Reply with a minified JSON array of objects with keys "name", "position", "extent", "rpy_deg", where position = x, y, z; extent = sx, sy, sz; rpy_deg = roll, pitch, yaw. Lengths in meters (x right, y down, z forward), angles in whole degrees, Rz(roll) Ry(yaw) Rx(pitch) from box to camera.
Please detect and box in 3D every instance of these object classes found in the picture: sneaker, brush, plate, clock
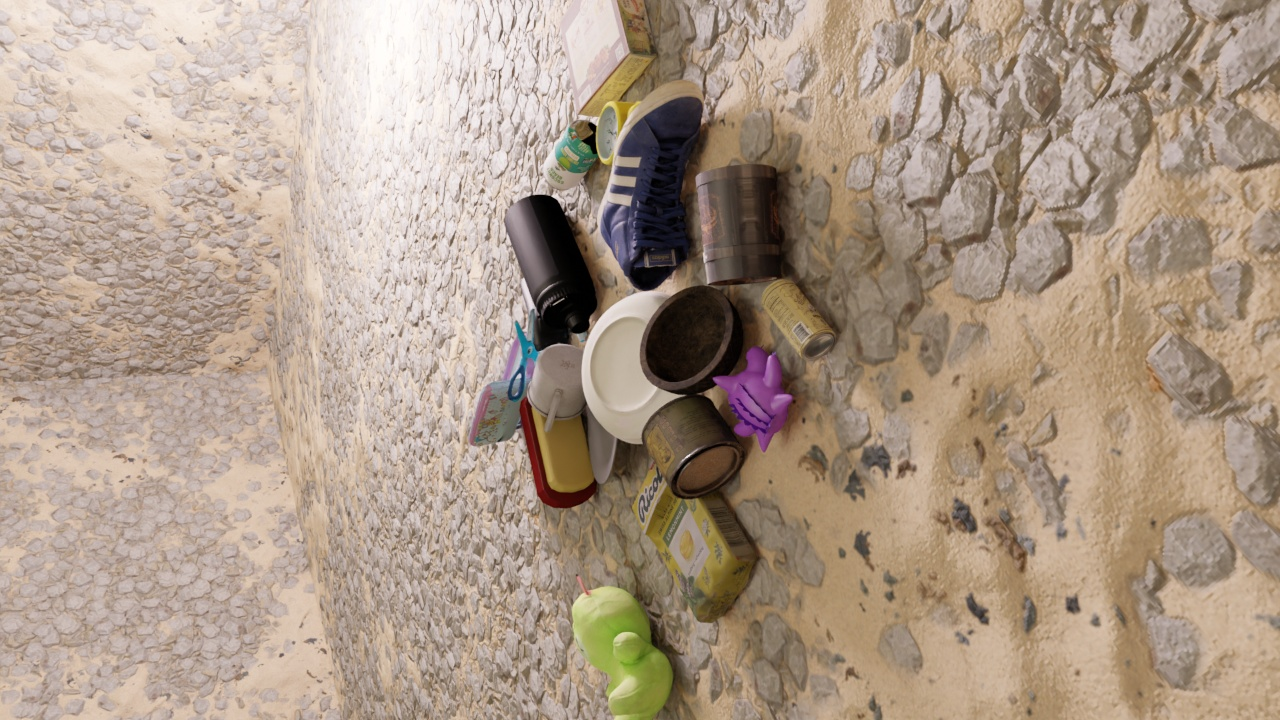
[{"name":"sneaker","position":[0.020,-0.180,1.023],"extent":[0.234,0.091,0.118],"rpy_deg":[-58,41,45]},{"name":"brush","position":[-0.111,0.116,1.273],"extent":[0.042,0.082,0.173],"rpy_deg":[-41,58,52]},{"name":"plate","position":[-0.045,0.071,1.196],"extent":[0.178,0.012,0.178],"rpy_deg":[-178,91,-75]},{"name":"clock","position":[-0.009,-0.268,1.096],"extent":[0.119,0.057,0.083],"rpy_deg":[-141,55,-59]},{"name":"plate","position":[-0.006,0.006,1.076],"extent":[0.183,0.034,0.182],"rpy_deg":[-7,80,38]}]

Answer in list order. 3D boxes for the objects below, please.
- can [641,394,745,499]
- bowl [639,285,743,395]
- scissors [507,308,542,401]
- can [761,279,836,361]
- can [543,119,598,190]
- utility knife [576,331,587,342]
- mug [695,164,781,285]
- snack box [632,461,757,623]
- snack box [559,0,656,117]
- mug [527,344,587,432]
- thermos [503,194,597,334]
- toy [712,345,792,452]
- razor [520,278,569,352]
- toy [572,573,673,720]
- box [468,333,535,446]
[{"name":"can","position":[0.057,0.094,0.987],"extent":[0.074,0.089,0.090],"rpy_deg":[58,139,38]},{"name":"bowl","position":[0.064,-0.014,0.986],"extent":[0.121,0.056,0.121],"rpy_deg":[-21,55,32]},{"name":"scissors","position":[-0.160,-0.003,1.253],"extent":[0.013,0.117,0.140],"rpy_deg":[21,150,25]},{"name":"can","position":[0.149,-0.040,0.873],"extent":[0.079,0.038,0.038],"rpy_deg":[59,139,38]},{"name":"can","position":[-0.090,-0.275,1.233],"extent":[0.102,0.054,0.055],"rpy_deg":[-40,59,53]},{"name":"utility knife","position":[-0.110,-0.091,1.323],"extent":[0.022,0.015,0.167],"rpy_deg":[77,168,-52]},{"name":"mug","position":[0.098,-0.132,0.928],"extent":[0.116,0.080,0.107],"rpy_deg":[164,101,-87]},{"name":"snack box","position":[0.057,0.193,1.039],"extent":[0.180,0.045,0.121],"rpy_deg":[58,139,39]},{"name":"snack box","position":[-0.045,-0.408,1.160],"extent":[0.143,0.041,0.147],"rpy_deg":[-33,65,55]},{"name":"mug","position":[-0.109,0.039,1.238],"extent":[0.071,0.084,0.113],"rpy_deg":[111,173,-46]},{"name":"thermos","position":[-0.120,-0.128,1.264],"extent":[0.086,0.086,0.198],"rpy_deg":[-57,46,44]},{"name":"toy","position":[0.115,0.039,0.918],"extent":[0.088,0.055,0.106],"rpy_deg":[51,133,39]},{"name":"razor","position":[-0.148,-0.068,1.357],"extent":[0.151,0.054,0.067],"rpy_deg":[-117,26,-42]},{"name":"toy","position":[-0.024,0.359,1.145],"extent":[0.150,0.107,0.196],"rpy_deg":[87,168,-48]},{"name":"box","position":[-0.217,0.049,1.397],"extent":[0.215,0.091,0.090],"rpy_deg":[119,137,-58]}]
